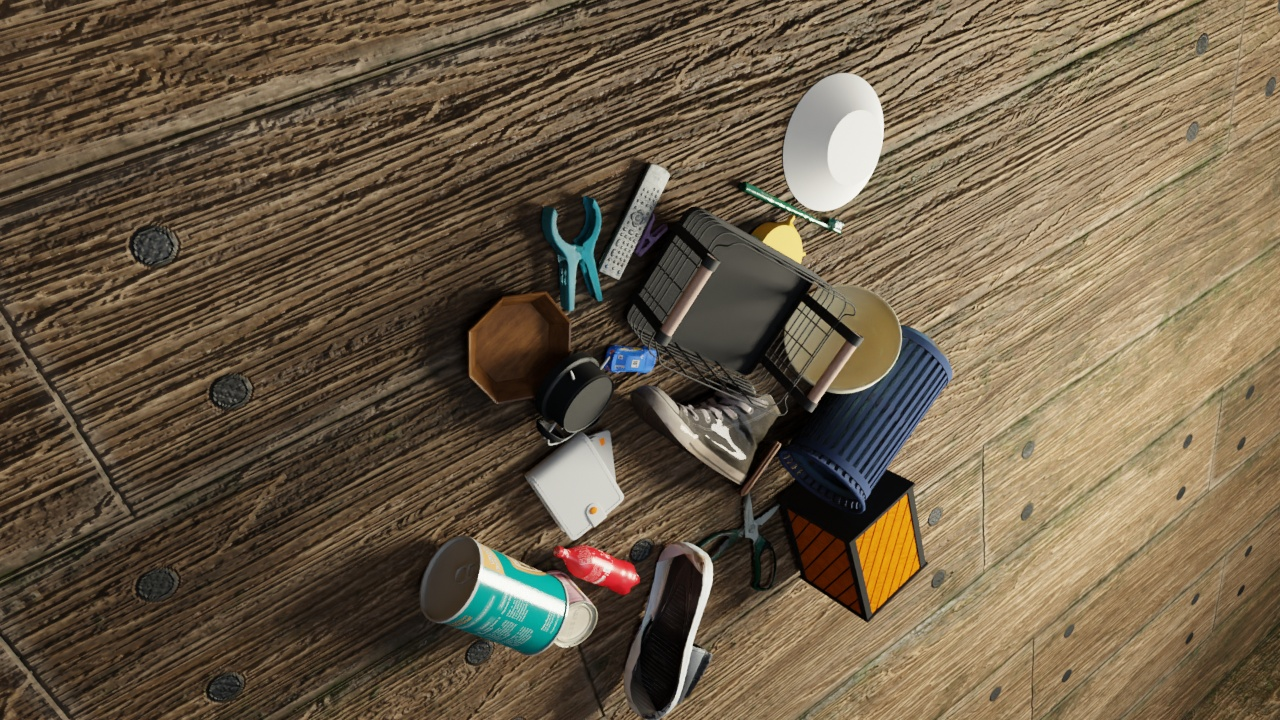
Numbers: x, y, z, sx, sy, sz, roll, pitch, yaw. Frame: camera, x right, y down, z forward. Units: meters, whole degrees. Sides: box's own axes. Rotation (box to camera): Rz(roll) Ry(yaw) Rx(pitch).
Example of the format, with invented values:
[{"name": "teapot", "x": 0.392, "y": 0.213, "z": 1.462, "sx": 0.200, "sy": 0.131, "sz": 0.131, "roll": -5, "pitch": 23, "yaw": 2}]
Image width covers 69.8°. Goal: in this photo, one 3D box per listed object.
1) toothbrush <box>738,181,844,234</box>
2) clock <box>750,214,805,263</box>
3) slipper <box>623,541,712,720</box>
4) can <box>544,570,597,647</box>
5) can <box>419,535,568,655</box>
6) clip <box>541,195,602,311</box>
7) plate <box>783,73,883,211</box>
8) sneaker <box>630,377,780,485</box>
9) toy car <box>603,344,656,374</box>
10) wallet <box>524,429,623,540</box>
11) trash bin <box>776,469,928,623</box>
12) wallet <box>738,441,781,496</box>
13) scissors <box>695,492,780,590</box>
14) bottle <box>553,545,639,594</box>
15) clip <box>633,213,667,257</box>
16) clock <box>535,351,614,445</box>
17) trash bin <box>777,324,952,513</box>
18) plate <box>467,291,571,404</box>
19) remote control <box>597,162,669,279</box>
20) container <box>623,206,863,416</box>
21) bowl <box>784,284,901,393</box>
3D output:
[{"name": "toothbrush", "x": 0.197, "y": -0.195, "z": 1.170, "sx": 0.189, "sy": 0.016, "sz": 0.017, "roll": 14, "pitch": 104, "yaw": -38}, {"name": "clock", "x": 0.158, "y": -0.124, "z": 1.160, "sx": 0.129, "sy": 0.044, "sz": 0.099, "roll": -41, "pitch": 128, "yaw": -23}, {"name": "slipper", "x": 0.049, "y": 0.377, "z": 1.268, "sx": 0.063, "sy": 0.111, "sz": 0.264, "roll": 3, "pitch": 104, "yaw": -43}, {"name": "can", "x": -0.100, "y": 0.309, "z": 1.147, "sx": 0.067, "sy": 0.076, "sz": 0.067, "roll": -15, "pitch": 118, "yaw": -29}, {"name": "can", "x": -0.169, "y": 0.276, "z": 1.070, "sx": 0.144, "sy": 0.099, "sz": 0.099, "roll": 37, "pitch": 87, "yaw": -40}, {"name": "clip", "x": -0.087, "y": -0.116, "z": 1.002, "sx": 0.120, "sy": 0.030, "sz": 0.130, "roll": -3, "pitch": 111, "yaw": -39}, {"name": "plate", "x": 0.260, "y": -0.272, "z": 1.166, "sx": 0.173, "sy": 0.036, "sz": 0.174, "roll": -14, "pitch": 118, "yaw": -30}, {"name": "sneaker", "x": 0.086, "y": 0.063, "z": 1.160, "sx": 0.234, "sy": 0.095, "sz": 0.120, "roll": 34, "pitch": 86, "yaw": -37}, {"name": "toy car", "x": -0.006, "y": 0.006, "z": 1.087, "sx": 0.091, "sy": 0.062, "sz": 0.033, "roll": 2, "pitch": 109, "yaw": -36}, {"name": "wallet", "x": -0.068, "y": 0.146, "z": 1.125, "sx": 0.115, "sy": 0.037, "sz": 0.118, "roll": -38, "pitch": 123, "yaw": -15}, {"name": "trash bin", "x": 0.319, "y": 0.257, "z": 1.369, "sx": 0.139, "sy": 0.140, "sz": 0.172, "roll": -35, "pitch": 126, "yaw": -22}, {"name": "wallet", "x": 0.162, "y": 0.150, "z": 1.252, "sx": 0.087, "sy": 0.013, "sz": 0.121, "roll": -54, "pitch": 172, "yaw": -4}, {"name": "scissors", "x": 0.137, "y": 0.285, "z": 1.343, "sx": 0.205, "sy": 0.015, "sz": 0.202, "roll": -23, "pitch": 121, "yaw": -24}, {"name": "bottle", "x": -0.058, "y": 0.265, "z": 1.180, "sx": 0.141, "sy": 0.042, "sz": 0.042, "roll": 33, "pitch": 90, "yaw": -40}, {"name": "clip", "x": 0.010, "y": -0.143, "z": 1.066, "sx": 0.029, "sy": 0.013, "sz": 0.050, "roll": 30, "pitch": 94, "yaw": -38}, {"name": "clock", "x": -0.076, "y": 0.048, "z": 1.053, "sx": 0.091, "sy": 0.042, "sz": 0.121, "roll": -21, "pitch": 141, "yaw": -46}, {"name": "trash bin", "x": 0.321, "y": 0.074, "z": 1.288, "sx": 0.249, "sy": 0.139, "sz": 0.139, "roll": -50, "pitch": 130, "yaw": -15}, {"name": "plate", "x": -0.137, "y": -0.017, "z": 1.010, "sx": 0.131, "sy": 0.025, "sz": 0.131, "roll": -14, "pitch": 118, "yaw": -30}, {"name": "remote control", "x": -0.008, "y": -0.159, "z": 1.045, "sx": 0.033, "sy": 0.013, "sz": 0.136, "roll": 21, "pitch": 97, "yaw": -39}, {"name": "container", "x": 0.118, "y": -0.051, "z": 1.069, "sx": 0.241, "sy": 0.130, "sz": 0.163, "roll": 23, "pitch": 107, "yaw": -31}, {"name": "bowl", "x": 0.270, "y": -0.019, "z": 1.233, "sx": 0.150, "sy": 0.151, "sz": 0.075, "roll": -49, "pitch": 159, "yaw": -7}]
